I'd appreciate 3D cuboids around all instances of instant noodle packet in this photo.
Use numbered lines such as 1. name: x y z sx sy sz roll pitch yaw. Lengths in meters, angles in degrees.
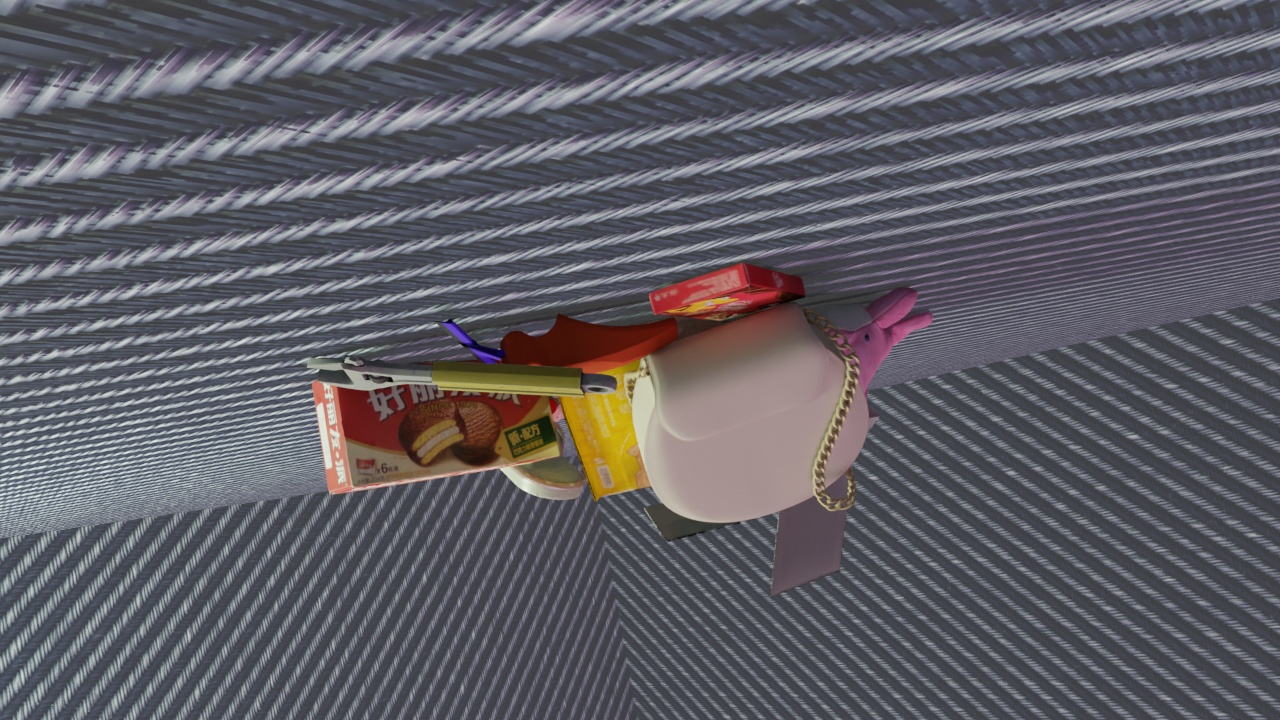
1. instant noodle packet: 0.038 0.037 0.929 0.221 0.163 0.084 -14 -145 2

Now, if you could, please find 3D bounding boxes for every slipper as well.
1. slipper: -0.151 0.089 1.107 0.114 0.054 0.274 4 -163 -38

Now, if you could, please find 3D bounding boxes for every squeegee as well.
1. squeegee: -0.059 -0.013 0.793 0.185 0.055 0.250 -10 173 -2

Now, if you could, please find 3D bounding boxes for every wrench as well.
1. wrench: -0.153 0.015 0.777 0.273 0.018 0.083 3 164 9

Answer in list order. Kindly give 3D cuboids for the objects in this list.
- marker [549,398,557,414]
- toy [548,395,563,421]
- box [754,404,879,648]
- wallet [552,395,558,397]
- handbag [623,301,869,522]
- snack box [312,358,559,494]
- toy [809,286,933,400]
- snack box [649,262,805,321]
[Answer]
1. marker: -0.149 0.056 1.202 0.023 0.021 0.145 20 171 -30
2. toy: -0.135 0.063 1.274 0.090 0.051 0.110 -11 172 -8
3. box: 0.197 0.140 1.100 0.150 0.368 0.166 -14 172 41
4. wallet: -0.078 0.028 1.174 0.086 0.032 0.116 -17 171 31
5. handbag: 0.102 0.060 0.849 0.211 0.103 0.209 -19 129 2
6. snack box: -0.200 0.060 0.927 0.235 0.113 0.060 -4 169 -41
7. toy: 0.240 -0.003 1.042 0.187 0.128 0.265 -19 175 30
8. snack box: 0.077 -0.057 0.786 0.089 0.021 0.132 -16 172 29
